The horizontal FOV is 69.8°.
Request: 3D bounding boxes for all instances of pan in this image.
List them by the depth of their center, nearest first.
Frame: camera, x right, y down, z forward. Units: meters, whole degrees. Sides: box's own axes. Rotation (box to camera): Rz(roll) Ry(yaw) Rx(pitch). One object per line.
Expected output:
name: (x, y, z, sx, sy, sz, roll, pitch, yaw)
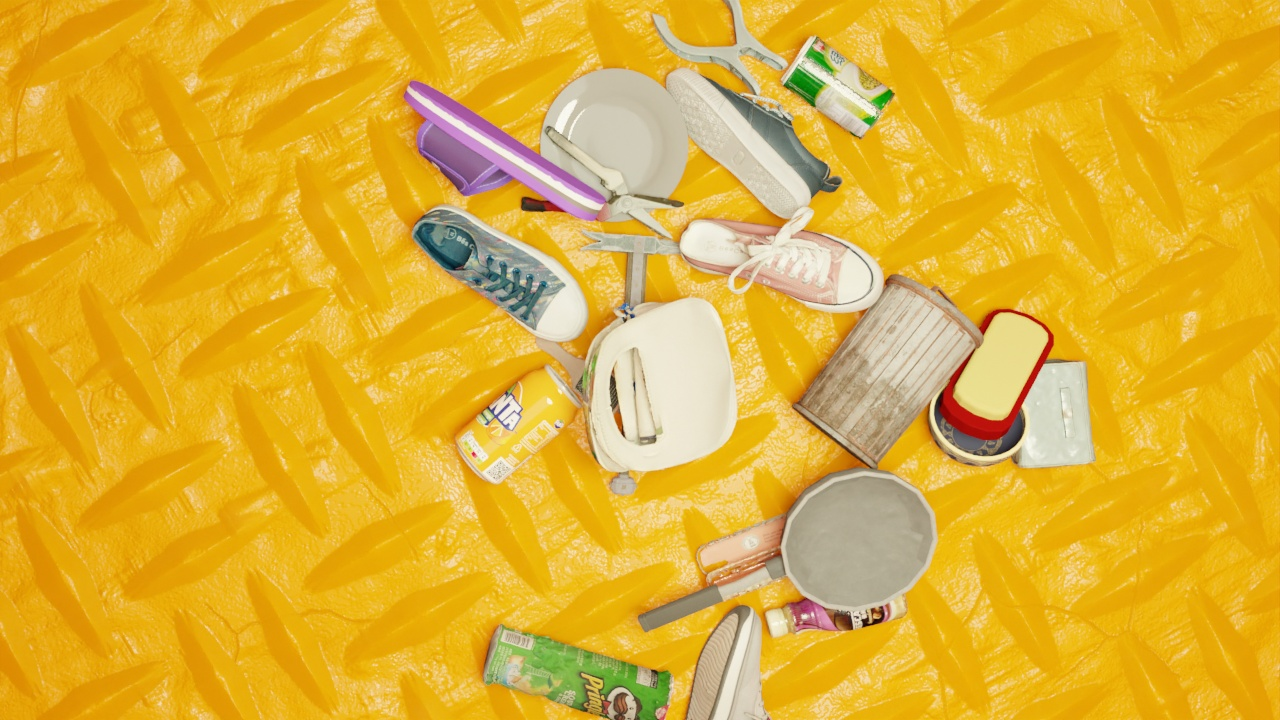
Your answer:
pan: (0.163, 0.235, 1.057, 0.357, 0.041, 0.179, -23, 109, 5)

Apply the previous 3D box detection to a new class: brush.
brush: (0.420, 0.010, 1.075, 0.082, 0.042, 0.173, 28, 67, 20)
brush: (-0.076, 0.011, 1.095, 0.136, 0.015, 0.050, 39, 108, 15)

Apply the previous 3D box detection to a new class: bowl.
bowl: (0.399, 0.080, 1.099, 0.112, 0.061, 0.112, -3, 60, 4)

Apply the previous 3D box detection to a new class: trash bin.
trash bin: (0.289, 0.008, 1.067, 0.131, 0.131, 0.211, 38, 92, -2)

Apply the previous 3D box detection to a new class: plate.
plate: (-0.031, -0.256, 1.099, 0.178, 0.012, 0.178, 1, 98, 7)

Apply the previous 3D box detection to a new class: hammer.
hammer: (-0.008, 0.006, 1.110, 0.147, 0.028, 0.317, 3, 92, -7)

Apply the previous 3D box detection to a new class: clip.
clip: (0.113, -0.407, 1.091, 0.171, 0.029, 0.141, 34, 91, 6)

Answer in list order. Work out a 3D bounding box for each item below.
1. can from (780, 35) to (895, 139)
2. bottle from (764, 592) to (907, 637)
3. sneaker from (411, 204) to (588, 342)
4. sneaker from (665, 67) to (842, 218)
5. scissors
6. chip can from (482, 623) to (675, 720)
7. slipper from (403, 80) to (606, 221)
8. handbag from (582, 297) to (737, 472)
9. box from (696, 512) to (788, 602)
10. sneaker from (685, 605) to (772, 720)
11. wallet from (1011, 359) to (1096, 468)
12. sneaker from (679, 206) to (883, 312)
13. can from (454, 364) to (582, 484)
can: (0.232, -0.323, 1.087, 0.121, 0.067, 0.067, 34, 90, -2)
bottle: (0.233, 0.299, 1.107, 0.166, 0.059, 0.059, -14, 92, 0)
sneaker: (-0.163, -0.104, 1.067, 0.235, 0.079, 0.087, 35, 103, 2)
sneaker: (0.131, -0.269, 1.075, 0.087, 0.089, 0.235, -43, 85, -17)
scissors: (-0.055, -0.204, 1.094, 0.193, 0.015, 0.179, -21, 95, 10)
chip can: (-0.076, 0.379, 1.096, 0.223, 0.075, 0.075, 17, 91, -1)
slipper: (-0.174, -0.218, 1.057, 0.266, 0.107, 0.084, 33, 104, 5)
handbag: (0.007, 0.034, 1.037, 0.199, 0.093, 0.201, -19, 103, -39)
box: (0.163, 0.228, 1.113, 0.187, 0.083, 0.043, -21, 133, -2)
sneaker: (0.126, 0.428, 1.099, 0.128, 0.097, 0.263, 12, 90, -13)
wallet: (0.498, 0.064, 1.115, 0.100, 0.054, 0.131, -7, 87, -2)
sneaker: (0.158, -0.118, 1.042, 0.241, 0.088, 0.118, 14, 85, 12)
can: (-0.143, 0.075, 1.082, 0.142, 0.079, 0.079, -40, 92, 0)
